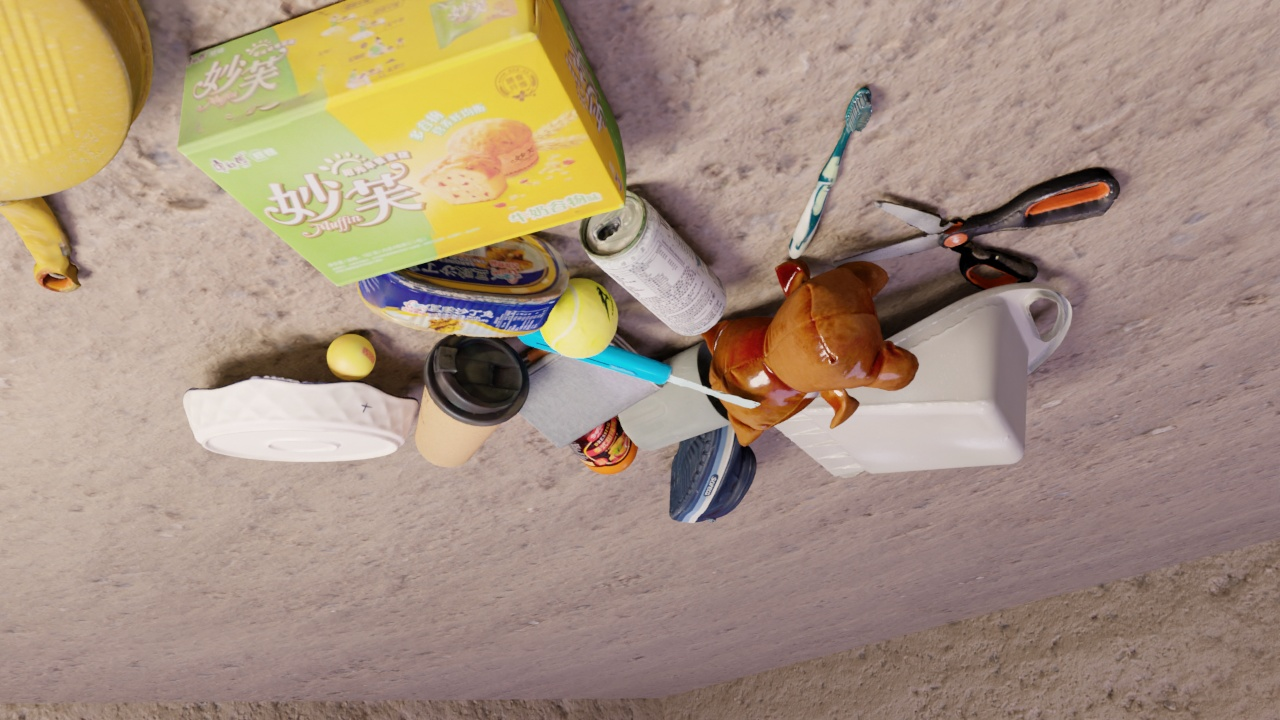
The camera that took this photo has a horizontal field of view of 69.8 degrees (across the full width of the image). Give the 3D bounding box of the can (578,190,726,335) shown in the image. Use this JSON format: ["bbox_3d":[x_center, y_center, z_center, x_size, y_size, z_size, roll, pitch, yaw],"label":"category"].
[{"bbox_3d":[0.013,-0.071,0.706,0.058,0.058,0.146,-20,151,22],"label":"can"}]

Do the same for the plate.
[{"bbox_3d":[-0.310,0.059,0.843,0.205,0.045,0.205,-2,166,-1],"label":"plate"}]

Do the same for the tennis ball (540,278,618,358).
[{"bbox_3d":[-0.051,-0.035,0.752,0.065,0.065,0.066,-6,153,-3],"label":"tennis ball"}]

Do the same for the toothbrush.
[{"bbox_3d":[0.137,-0.127,0.675,0.016,0.018,0.192,-4,153,-8],"label":"toothbrush"}]

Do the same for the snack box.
[{"bbox_3d":[-0.129,-0.131,0.538,0.210,0.070,0.158,-14,153,11],"label":"snack box"}]

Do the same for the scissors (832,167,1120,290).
[{"bbox_3d":[0.280,-0.101,0.762,0.221,0.021,0.232,-22,151,25],"label":"scissors"}]

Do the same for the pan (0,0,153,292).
[{"bbox_3d":[-0.369,-0.127,0.511,0.197,0.078,0.358,4,145,-16],"label":"pan"}]

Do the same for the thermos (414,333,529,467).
[{"bbox_3d":[-0.161,0.039,0.832,0.093,0.093,0.144,5,147,-25],"label":"thermos"}]

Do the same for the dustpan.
[{"bbox_3d":[0.284,0.017,0.904,0.258,0.142,0.222,-4,155,32],"label":"dustpan"}]

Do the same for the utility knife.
[{"bbox_3d":[-0.005,0.005,0.786,0.223,0.018,0.034,18,155,11],"label":"utility knife"}]

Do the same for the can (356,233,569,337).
[{"bbox_3d":[-0.128,-0.061,0.672,0.148,0.074,0.049,6,147,-27],"label":"can"}]

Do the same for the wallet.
[{"bbox_3d":[-0.061,0.019,0.865,0.130,0.036,0.106,-31,120,26],"label":"wallet"}]

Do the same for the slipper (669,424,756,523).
[{"bbox_3d":[0.087,0.135,1.077,0.095,0.105,0.253,3,154,-6],"label":"slipper"}]

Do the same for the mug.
[{"bbox_3d":[0.051,0.042,0.914,0.104,0.083,0.123,-24,151,31],"label":"mug"}]

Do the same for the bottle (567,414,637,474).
[{"bbox_3d":[-0.058,0.068,0.964,0.067,0.066,0.149,-18,145,20],"label":"bottle"}]

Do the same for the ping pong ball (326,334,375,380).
[{"bbox_3d":[-0.248,-0.003,0.789,0.040,0.040,0.040,-6,153,-3],"label":"ping pong ball"}]

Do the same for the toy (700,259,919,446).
[{"bbox_3d":[0.134,-0.006,0.785,0.130,0.140,0.200,3,156,-39],"label":"toy"}]
